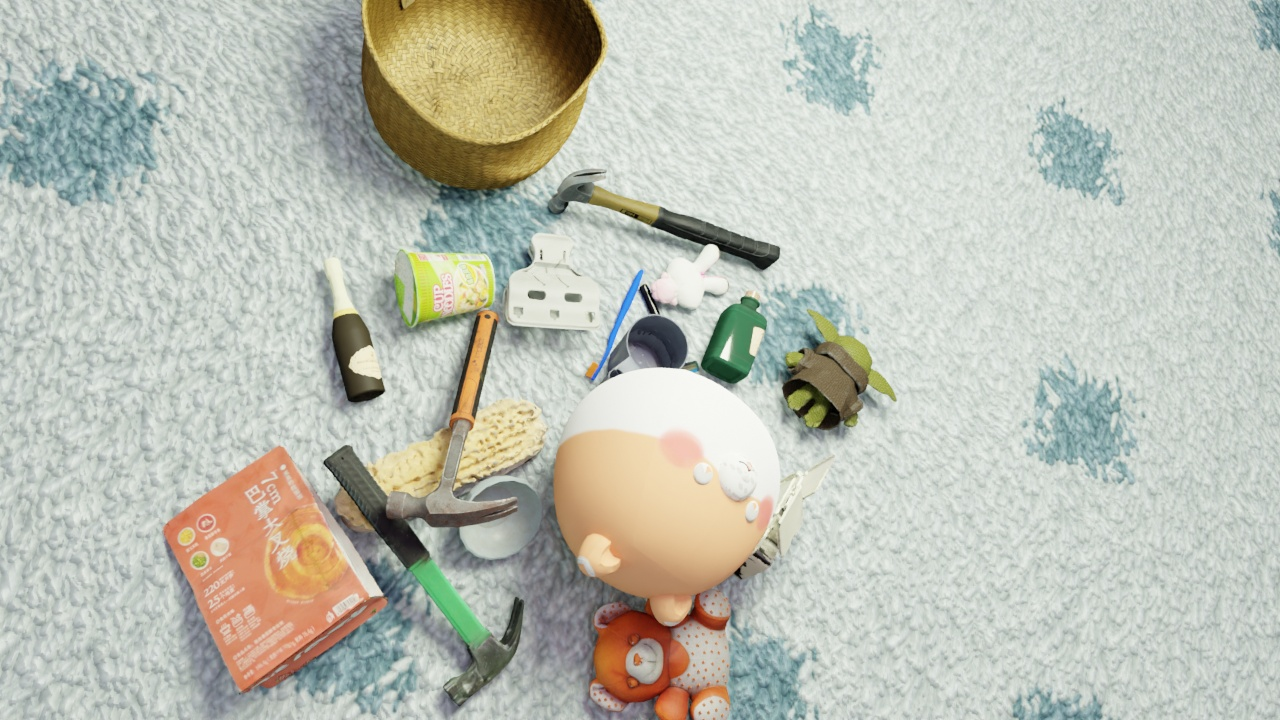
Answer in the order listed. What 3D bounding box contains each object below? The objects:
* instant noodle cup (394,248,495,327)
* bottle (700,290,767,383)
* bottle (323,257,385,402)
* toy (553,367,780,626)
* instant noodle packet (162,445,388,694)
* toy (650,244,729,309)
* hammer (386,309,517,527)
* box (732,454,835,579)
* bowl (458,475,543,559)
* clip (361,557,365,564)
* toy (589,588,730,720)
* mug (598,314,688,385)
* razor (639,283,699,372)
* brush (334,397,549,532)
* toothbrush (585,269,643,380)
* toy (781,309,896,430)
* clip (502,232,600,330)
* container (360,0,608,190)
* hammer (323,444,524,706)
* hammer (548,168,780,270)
[{"bbox_3d":[-0.247,-0.097,1.168,0.107,0.099,0.099,-8,75,-28],"label":"instant noodle cup"},{"bbox_3d":[0.137,-0.040,1.282,0.061,0.061,0.131,27,67,-10],"label":"bottle"},{"bbox_3d":[-0.361,-0.041,1.135,0.045,0.045,0.184,-14,77,-21],"label":"bottle"},{"bbox_3d":[0.028,0.149,1.068,0.262,0.267,0.279,39,53,-26],"label":"toy"},{"bbox_3d":[-0.411,0.224,1.009,0.164,0.084,0.221,-36,77,-7],"label":"instant noodle packet"},{"bbox_3d":[0.068,-0.112,1.294,0.122,0.038,0.079,-22,101,-24],"label":"toy"},{"bbox_3d":[-0.196,0.060,1.096,0.138,0.035,0.313,6,48,-2],"label":"hammer"},{"bbox_3d":[0.176,0.191,1.151,0.050,0.184,0.143,37,58,-1],"label":"box"},{"bbox_3d":[-0.173,0.184,1.108,0.106,0.039,0.106,-10,112,-27],"label":"bowl"},{"bbox_3d":[-0.323,0.256,1.054,0.024,0.041,0.060,-8,81,-21],"label":"clip"},{"bbox_3d":[0.027,0.355,1.103,0.172,0.093,0.163,4,77,-14],"label":"toy"},{"bbox_3d":[-0.007,0.007,1.199,0.123,0.104,0.084,-39,87,-24],"label":"mug"},{"bbox_3d":[0.033,-0.042,1.275,0.042,0.022,0.144,-12,70,-47],"label":"razor"},{"bbox_3d":[-0.237,0.126,1.113,0.270,0.057,0.083,-24,80,-23],"label":"brush"},{"bbox_3d":[-0.034,-0.052,1.258,0.018,0.016,0.182,24,67,-3],"label":"toothbrush"},{"bbox_3d":[0.267,0.028,1.293,0.179,0.078,0.152,46,58,-1],"label":"toy"},{"bbox_3d":[-0.123,-0.094,1.232,0.126,0.096,0.152,4,51,-18],"label":"clip"},{"bbox_3d":[-0.219,-0.387,1.211,0.306,0.197,0.306,5,73,-17],"label":"container"},{"bbox_3d":[-0.250,0.231,1.046,0.130,0.032,0.319,-39,102,-21],"label":"hammer"},{"bbox_3d":[0.045,-0.194,1.287,0.332,0.118,0.025,16,67,-18],"label":"hammer"}]
